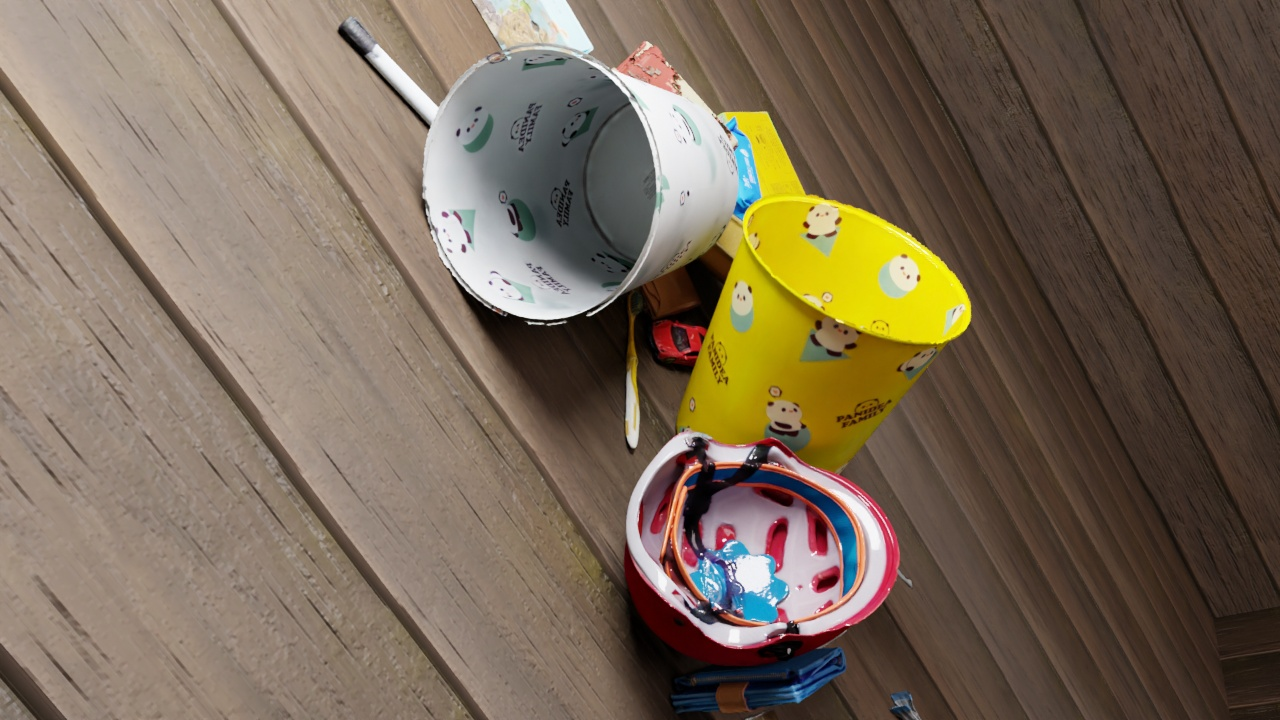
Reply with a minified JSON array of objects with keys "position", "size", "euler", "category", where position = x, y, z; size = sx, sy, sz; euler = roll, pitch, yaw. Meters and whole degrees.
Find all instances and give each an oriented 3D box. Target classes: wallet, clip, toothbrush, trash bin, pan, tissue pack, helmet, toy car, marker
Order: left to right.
[{"position":[-0.221,-0.259,0.839],"size":[0.130,0.018,0.022],"euler":[45,52,-26],"category":"marker"},{"position":[-0.035,-0.166,0.863],"size":[0.229,0.230,0.251],"euler":[65,28,0],"category":"trash bin"},{"position":[-0.006,0.006,0.961],"size":[0.016,0.018,0.191],"euler":[30,47,-38],"category":"toothbrush"},{"position":[0.014,-0.114,1.056],"size":[0.107,0.031,0.132],"euler":[-19,83,-57],"category":"wallet"},{"position":[0.048,-0.019,1.041],"size":[0.106,0.031,0.049],"euler":[10,60,-49],"category":"toy car"},{"position":[0.063,-0.187,1.083],"size":[0.357,0.078,0.198],"euler":[41,-2,2],"category":"pan"},{"position":[0.102,-0.236,1.194],"size":[0.052,0.095,0.157],"euler":[18,55,-42],"category":"tissue pack"},{"position":[0.095,0.185,0.834],"size":[0.240,0.144,0.206],"euler":[10,47,-8],"category":"helmet"},{"position":[0.107,0.289,0.831],"size":[0.106,0.133,0.040],"euler":[0,73,-54],"category":"wallet"},{"position":[0.164,0.000,0.931],"size":[0.229,0.256,0.229],"euler":[15,37,-12],"category":"trash bin"},{"position":[0.334,0.439,1.141],"size":[0.058,0.027,0.045],"euler":[54,27,-16],"category":"clip"}]

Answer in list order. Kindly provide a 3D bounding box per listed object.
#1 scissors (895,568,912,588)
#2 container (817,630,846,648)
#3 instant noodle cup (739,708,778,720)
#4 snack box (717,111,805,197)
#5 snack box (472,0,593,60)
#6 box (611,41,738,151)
[{"position":[0.251,0.186,1.121],"size":[0.189,0.015,0.226],"euler":[44,10,-11],"category":"scissors"},{"position":[0.150,0.260,0.950],"size":[0.114,0.090,0.090],"euler":[7,64,-55],"category":"container"},{"position":[0.091,0.369,0.782],"size":[0.118,0.119,0.114],"euler":[7,56,-52],"category":"instant noodle cup"},{"position":[0.167,-0.247,1.311],"size":[0.157,0.070,0.210],"euler":[-26,90,-56],"category":"snack box"},{"position":[-0.131,-0.389,0.993],"size":[0.175,0.074,0.051],"euler":[58,35,-10],"category":"snack box"},{"position":[0.042,-0.301,1.111],"size":[0.168,0.080,0.091],"euler":[47,-4,-4],"category":"box"}]
